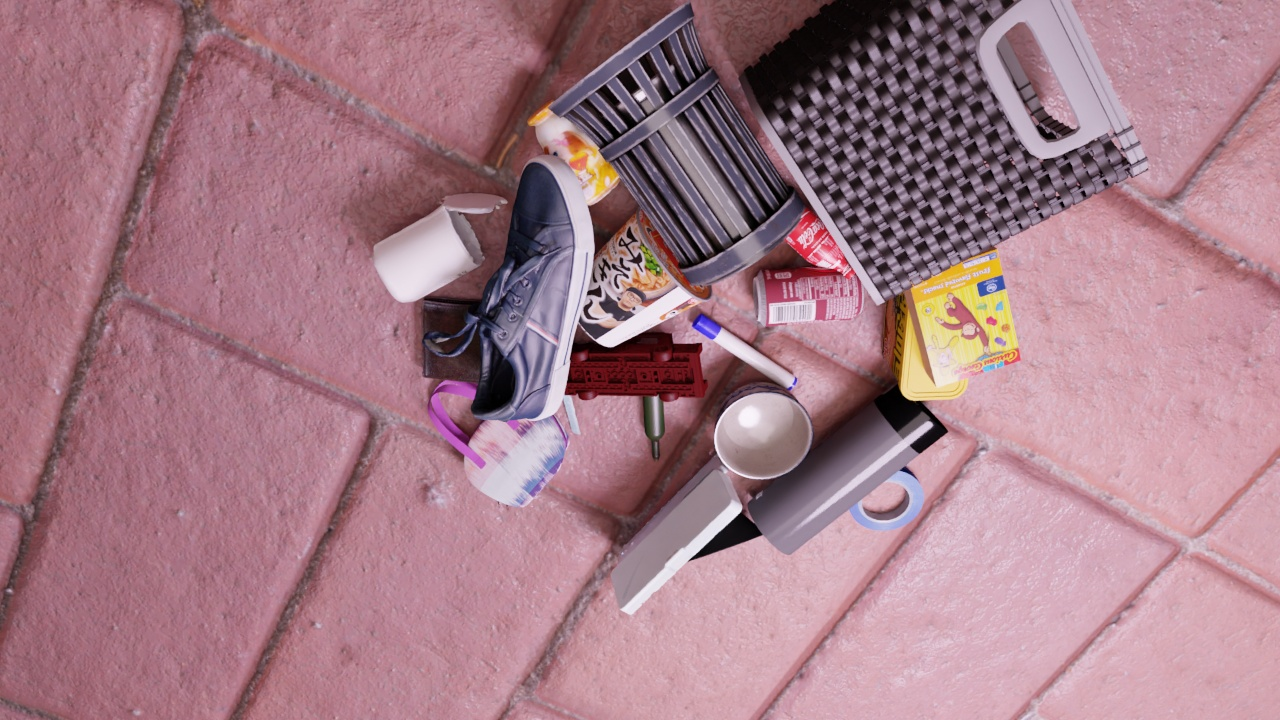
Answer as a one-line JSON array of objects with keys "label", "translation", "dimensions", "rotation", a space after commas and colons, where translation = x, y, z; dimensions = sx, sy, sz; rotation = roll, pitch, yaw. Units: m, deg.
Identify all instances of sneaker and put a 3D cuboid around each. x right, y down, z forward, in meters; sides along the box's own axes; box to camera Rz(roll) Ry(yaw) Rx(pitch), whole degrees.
[{"label": "sneaker", "translation": [-0.137, -0.067, 0.951], "dimensions": [0.127, 0.121, 0.295], "rotation": [-11, 120, -46]}]

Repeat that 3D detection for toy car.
[{"label": "toy car", "translation": [-0.006, 0.006, 1.051], "dimensions": [0.170, 0.061, 0.070], "rotation": [0, 115, 22]}]

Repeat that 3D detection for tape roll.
[{"label": "tape roll", "translation": [0.308, 0.173, 1.157], "dimensions": [0.093, 0.016, 0.091], "rotation": [-32, 111, 13]}]

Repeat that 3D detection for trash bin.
[{"label": "trash bin", "translation": [0.044, -0.200, 0.895], "dimensions": [0.164, 0.164, 0.227], "rotation": [-33, 105, 13]}]

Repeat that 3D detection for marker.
[{"label": "marker", "translation": [0.122, -0.009, 1.074], "dimensions": [0.141, 0.020, 0.020], "rotation": [33, 109, -14]}]

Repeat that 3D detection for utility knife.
[{"label": "utility knife", "translation": [-0.093, 0.015, 1.086], "dimensions": [0.022, 0.015, 0.169], "rotation": [-5, 118, 16]}]

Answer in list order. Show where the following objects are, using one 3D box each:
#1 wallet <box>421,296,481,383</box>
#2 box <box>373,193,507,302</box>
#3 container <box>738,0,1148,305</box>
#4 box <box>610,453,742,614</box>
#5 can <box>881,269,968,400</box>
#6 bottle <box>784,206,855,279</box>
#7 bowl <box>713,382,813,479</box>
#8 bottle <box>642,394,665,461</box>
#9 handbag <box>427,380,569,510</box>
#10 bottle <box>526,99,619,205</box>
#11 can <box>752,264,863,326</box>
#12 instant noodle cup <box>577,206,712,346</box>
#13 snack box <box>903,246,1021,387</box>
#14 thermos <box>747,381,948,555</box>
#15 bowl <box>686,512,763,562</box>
[{"label": "wallet", "translation": [-0.192, -0.022, 1.060], "dimensions": [0.120, 0.031, 0.099], "rotation": [4, 111, 0]}, {"label": "box", "translation": [-0.208, -0.132, 0.983], "dimensions": [0.161, 0.081, 0.092], "rotation": [-25, 100, 8]}, {"label": "container", "translation": [0.258, -0.232, 0.857], "dimensions": [0.244, 0.245, 0.247], "rotation": [-32, 111, 16]}, {"label": "box", "translation": [0.037, 0.199, 1.100], "dimensions": [0.043, 0.135, 0.197], "rotation": [38, 108, -19]}, {"label": "can", "translation": [0.316, -0.036, 1.018], "dimensions": [0.072, 0.101, 0.131], "rotation": [-2, 114, 0]}, {"label": "bottle", "translation": [0.175, -0.139, 0.986], "dimensions": [0.141, 0.041, 0.042], "rotation": [43, 108, 2]}, {"label": "bowl", "translation": [0.142, 0.076, 1.089], "dimensions": [0.115, 0.059, 0.116], "rotation": [0, 114, -1]}, {"label": "bottle", "translation": [0.017, 0.075, 1.106], "dimensions": [0.025, 0.025, 0.106], "rotation": [-3, 114, 0]}, {"label": "handbag", "translation": [-0.178, 0.088, 1.095], "dimensions": [0.170, 0.068, 0.145], "rotation": [39, 108, -9]}, {"label": "bottle", "translation": [-0.071, -0.217, 0.954], "dimensions": [0.063, 0.063, 0.109], "rotation": [-35, 110, 14]}, {"label": "can", "translation": [0.185, -0.073, 1.021], "dimensions": [0.114, 0.063, 0.063], "rotation": [-4, 114, 1]}, {"label": "instant noodle cup", "translation": [-0.008, -0.083, 0.992], "dimensions": [0.122, 0.123, 0.123], "rotation": [-35, 110, 23]}, {"label": "snack box", "translation": [0.325, -0.048, 0.934], "dimensions": [0.088, 0.040, 0.126], "rotation": [-19, 113, 7]}, {"label": "thermos", "translation": [0.245, 0.129, 1.102], "dimensions": [0.241, 0.082, 0.082], "rotation": [-42, 108, 16]}, {"label": "bowl", "translation": [0.089, 0.209, 1.138], "dimensions": [0.124, 0.124, 0.052], "rotation": [-21, 79, 8]}]
